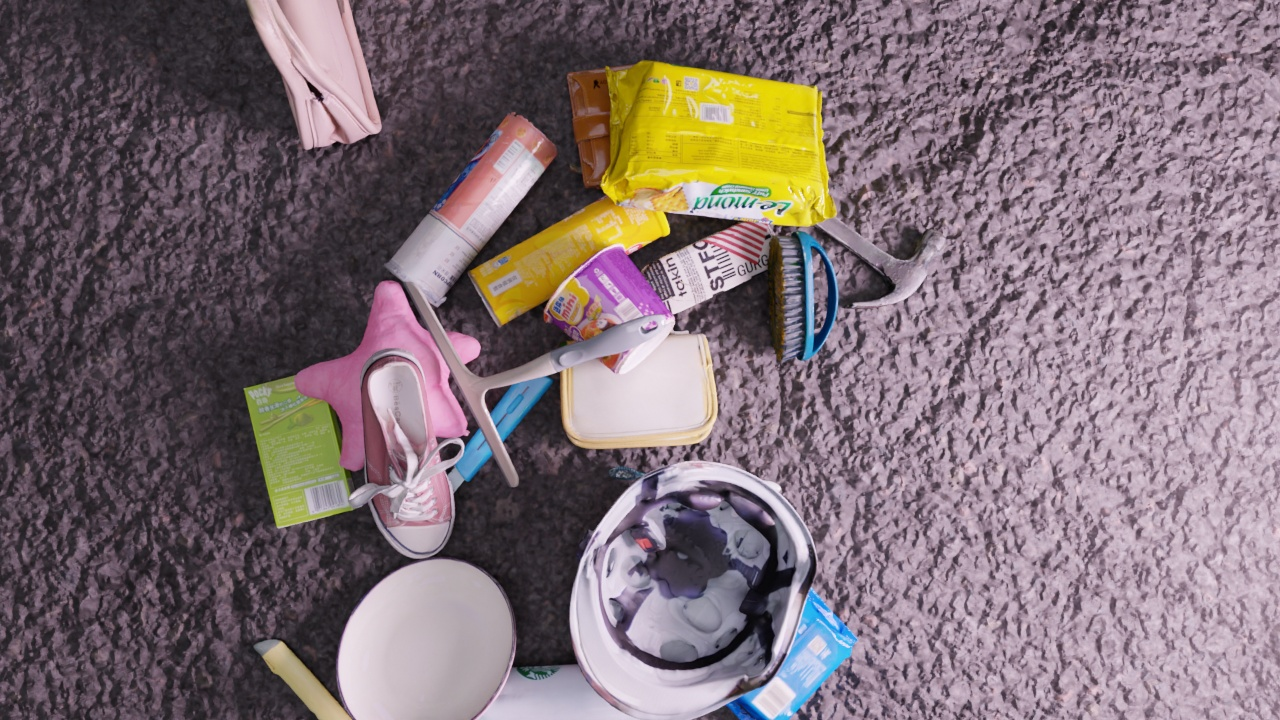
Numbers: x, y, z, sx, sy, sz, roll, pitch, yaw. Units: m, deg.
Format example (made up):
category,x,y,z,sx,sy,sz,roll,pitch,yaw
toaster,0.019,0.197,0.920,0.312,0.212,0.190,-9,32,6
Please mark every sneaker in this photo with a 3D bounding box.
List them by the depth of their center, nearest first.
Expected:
category,x,y,z,sx,sy,sz,roll,pitch,yaw
sneaker,-0.236,0.109,0.924,0.118,0.088,0.241,-7,116,-13

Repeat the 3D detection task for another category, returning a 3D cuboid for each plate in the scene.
category,x,y,z,sx,sy,sz,roll,pitch,yaw
plate,-0.217,0.301,0.949,0.192,0.039,0.192,-6,56,9

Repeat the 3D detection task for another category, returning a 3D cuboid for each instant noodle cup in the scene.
category,x,y,z,sx,sy,sz,roll,pitch,yaw
instant noodle cup,-0.026,-0.047,0.939,0.111,0.111,0.099,-43,82,-3

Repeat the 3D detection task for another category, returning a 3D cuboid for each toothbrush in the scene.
category,x,y,z,sx,sy,sz,roll,pitch,yaw
toothbrush,0.060,0.132,1.009,0.191,0.018,0.016,6,87,-2

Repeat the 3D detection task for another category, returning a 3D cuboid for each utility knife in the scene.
category,x,y,z,sx,sy,sz,roll,pitch,yaw
utility knife,-0.356,0.356,0.985,0.031,0.018,0.151,-40,87,1
utility knife,-0.159,0.077,1.003,0.034,0.018,0.166,38,88,-1

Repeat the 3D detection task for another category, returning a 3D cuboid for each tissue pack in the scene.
category,x,y,z,sx,sy,sz,roll,pitch,yaw
tissue pack,0.151,0.321,0.988,0.095,0.052,0.157,44,87,-2

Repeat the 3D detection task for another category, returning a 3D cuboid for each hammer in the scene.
category,x,y,z,sx,sy,sz,roll,pitch,yaw
hammer,0.176,-0.174,1.019,0.323,0.032,0.126,36,86,-1

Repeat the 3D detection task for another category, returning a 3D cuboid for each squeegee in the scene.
category,x,y,z,sx,sy,sz,roll,pitch,yaw
squeegee,-0.088,0.002,0.898,0.247,0.039,0.246,-17,107,23

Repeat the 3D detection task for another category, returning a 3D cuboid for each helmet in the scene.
category,x,y,z,sx,sy,sz,roll,pitch,yaw
helmet,0.046,0.223,0.942,0.229,0.146,0.258,28,92,0

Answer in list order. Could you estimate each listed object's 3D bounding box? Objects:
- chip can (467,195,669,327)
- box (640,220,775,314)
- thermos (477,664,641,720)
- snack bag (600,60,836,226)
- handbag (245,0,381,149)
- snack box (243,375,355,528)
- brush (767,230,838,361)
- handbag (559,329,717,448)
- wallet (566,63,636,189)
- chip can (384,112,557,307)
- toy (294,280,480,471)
category,x,y,z,sx,sy,sz,roll,pitch,yaw
chip can,-0.076,-0.116,0.987,0.213,0.072,0.072,-30,89,-3
box,0.077,-0.103,0.992,0.164,0.064,0.074,-29,72,-13
thermos,-0.104,0.354,0.970,0.224,0.073,0.073,-2,88,-2
snack bag,0.082,-0.230,0.955,0.246,0.068,0.157,5,69,-9
handbag,-0.341,-0.329,0.903,0.093,0.234,0.193,-17,88,-5
snack box,-0.366,0.095,0.989,0.086,0.026,0.156,-15,89,-3
brush,0.176,-0.069,0.989,0.073,0.055,0.144,-6,109,-7
handbag,-0.006,0.006,0.999,0.163,0.063,0.178,-4,73,-3
wallet,-0.027,-0.258,1.017,0.119,0.035,0.130,-9,87,-8
chip can,-0.180,-0.162,0.985,0.071,0.071,0.214,38,87,0
toy,-0.260,0.034,0.974,0.178,0.074,0.194,40,88,-13
